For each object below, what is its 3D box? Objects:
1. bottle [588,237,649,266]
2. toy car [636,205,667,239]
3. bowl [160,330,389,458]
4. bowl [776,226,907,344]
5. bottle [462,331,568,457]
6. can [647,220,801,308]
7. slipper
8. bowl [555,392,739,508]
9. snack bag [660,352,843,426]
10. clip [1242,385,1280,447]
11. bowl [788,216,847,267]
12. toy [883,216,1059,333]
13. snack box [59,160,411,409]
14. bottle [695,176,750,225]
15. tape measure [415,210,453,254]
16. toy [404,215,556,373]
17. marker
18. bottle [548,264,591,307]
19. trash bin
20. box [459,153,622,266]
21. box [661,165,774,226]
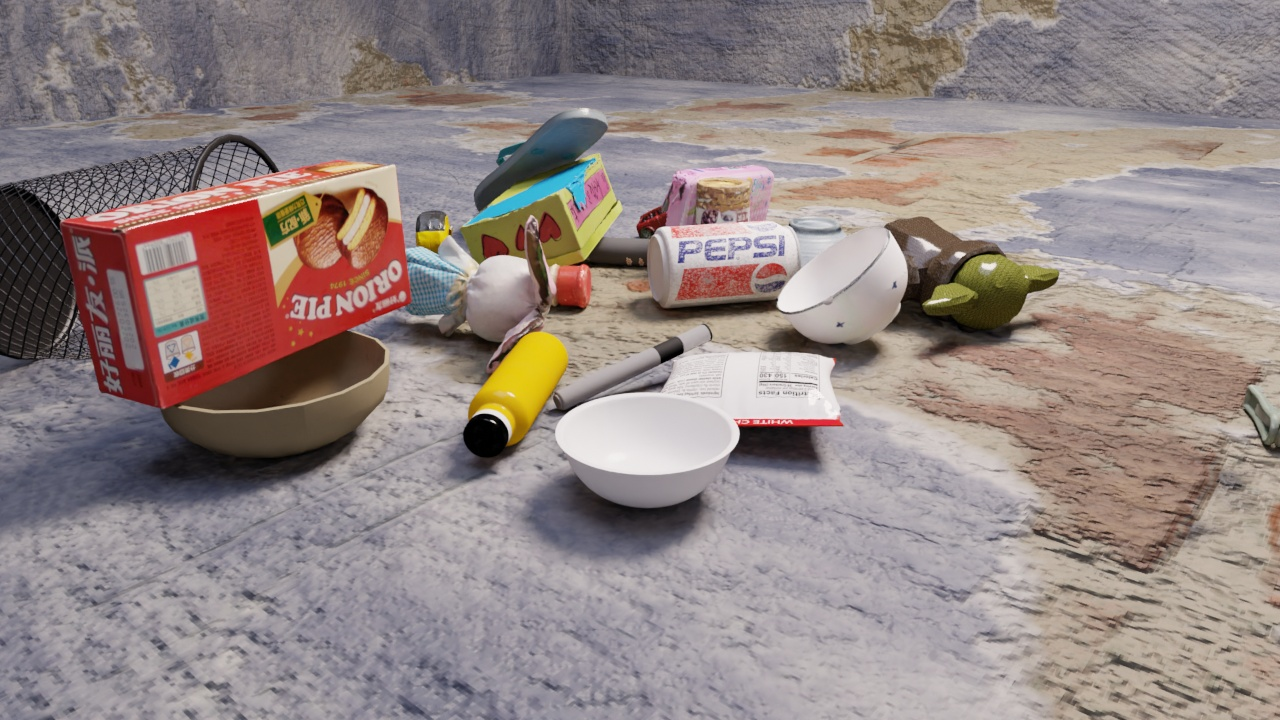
[{"bbox_3d":[0.001,-0.121,1.023,0.113,0.030,0.030,4,22,11],"label":"bottle"},{"bbox_3d":[0.038,-0.174,1.119,0.091,0.036,0.042,-14,9,32],"label":"toy car"},{"bbox_3d":[-0.248,0.027,0.634,0.152,0.050,0.152,0,22,0],"label":"bowl"},{"bbox_3d":[0.180,-0.056,0.786,0.113,0.063,0.113,-37,16,12],"label":"bowl"},{"bbox_3d":[-0.088,0.024,0.649,0.043,0.043,0.143,3,22,9],"label":"bottle"},{"bbox_3d":[0.080,-0.094,0.892,0.136,0.078,0.078,-5,23,-12],"label":"can"},{"bbox_3d":[-0.135,-0.247,1.118,0.098,0.054,0.270,-6,-13,-33],"label":"slipper"},{"bbox_3d":[0.004,0.060,0.559,0.110,0.041,0.109,0,22,0],"label":"bowl"},{"bbox_3d":[0.077,0.018,0.663,0.131,0.039,0.143,-1,17,11],"label":"snack bag"},{"bbox_3d":[0.440,0.040,0.632,0.059,0.023,0.075,13,23,33],"label":"clip"},{"bbox_3d":[0.186,-0.121,0.987,0.137,0.057,0.137,0,22,0],"label":"bowl"},{"bbox_3d":[0.283,-0.078,0.850,0.179,0.078,0.153,-14,34,-30],"label":"toy"},{"bbox_3d":[-0.261,-0.064,0.636,0.060,0.113,0.235,10,24,25],"label":"snack box"},{"bbox_3d":[0.085,-0.133,0.953,0.056,0.105,0.056,0,22,0],"label":"bottle"},{"bbox_3d":[-0.224,-0.132,1.008,0.037,0.064,0.065,-4,23,-4],"label":"tape measure"},{"bbox_3d":[-0.142,-0.052,0.810,0.206,0.131,0.105,8,-9,40],"label":"toy"},{"bbox_3d":[-0.004,0.004,0.701,0.140,0.016,0.016,-25,31,-26],"label":"marker"},{"bbox_3d":[-0.103,-0.073,0.892,0.109,0.044,0.044,1,22,6],"label":"bottle"},{"bbox_3d":[-0.414,-0.080,0.749,0.210,0.184,0.183,-4,22,5],"label":"trash bin"},{"bbox_3d":[-0.103,-0.156,1.011,0.124,0.081,0.220,-17,21,14],"label":"box"},{"bbox_3d":[0.087,-0.182,1.063,0.053,0.085,0.229,18,20,26],"label":"box"}]
